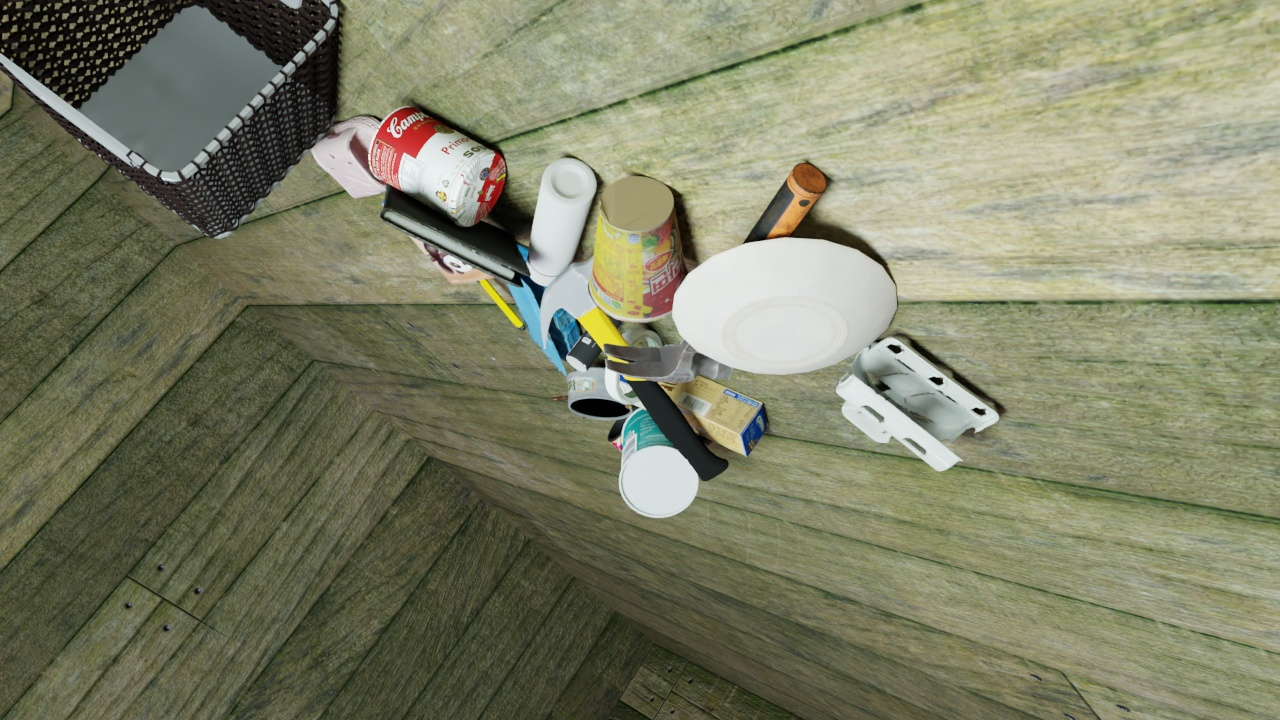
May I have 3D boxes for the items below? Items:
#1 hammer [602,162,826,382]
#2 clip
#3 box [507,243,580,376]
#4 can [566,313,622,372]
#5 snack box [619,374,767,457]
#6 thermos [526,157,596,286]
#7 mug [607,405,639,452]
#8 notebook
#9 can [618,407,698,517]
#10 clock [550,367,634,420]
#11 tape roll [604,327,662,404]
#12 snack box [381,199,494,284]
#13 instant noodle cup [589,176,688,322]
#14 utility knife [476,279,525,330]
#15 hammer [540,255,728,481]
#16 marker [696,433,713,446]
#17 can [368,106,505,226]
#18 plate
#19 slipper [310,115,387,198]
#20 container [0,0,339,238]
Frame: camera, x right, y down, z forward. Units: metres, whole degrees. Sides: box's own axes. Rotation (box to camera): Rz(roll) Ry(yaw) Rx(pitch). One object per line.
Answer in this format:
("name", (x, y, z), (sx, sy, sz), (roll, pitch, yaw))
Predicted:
("hammer", (0.067, -0.063, 0.805), (0.137, 0.035, 0.315), (0, 152, -19))
("clip", (0.234, 0.051, 0.851), (0.126, 0.098, 0.153), (39, 150, -2))
("box", (-0.136, -0.064, 1.216), (0.093, 0.054, 0.232), (29, 159, 21))
("can", (-0.057, -0.026, 1.135), (0.031, 0.080, 0.032), (31, 160, 13))
("snack box", (0.058, 0.048, 1.158), (0.207, 0.057, 0.056), (24, 154, 30))
("thermos", (-0.089, -0.138, 0.976), (0.052, 0.052, 0.225), (35, 160, 0))
("mug", (0.026, 0.106, 1.319), (0.098, 0.081, 0.118), (40, 132, -12))
("notebook", (-0.204, -0.142, 1.011), (0.169, 0.029, 0.209), (25, -167, -19))
("can", (0.023, 0.129, 1.215), (0.099, 0.099, 0.143), (40, -165, -12))
("clock", (-0.043, 0.044, 1.283), (0.148, 0.056, 0.104), (-9, 153, 33))
("tape roll", (-0.007, 0.006, 1.110), (0.018, 0.093, 0.094), (22, 156, 34))
("snack box", (-0.247, -0.162, 1.168), (0.087, 0.034, 0.151), (-5, 138, 33))
("instant noodle cup", (-0.001, -0.107, 0.860), (0.100, 0.100, 0.113), (29, 150, 18))
("utility knife", (-0.227, -0.123, 1.257), (0.217, 0.019, 0.030), (54, 163, -14))
("hammer", (0.001, 0.024, 1.059), (0.323, 0.127, 0.029), (53, -166, -25))
("marker", (0.078, 0.104, 1.200), (0.023, 0.021, 0.145), (26, -173, 12))
("can", (-0.215, -0.206, 0.977), (0.116, 0.086, 0.087), (30, 160, 15))
("plate", (0.121, -0.033, 0.778), (0.189, 0.027, 0.189), (2, 147, 1))
("slipper", (-0.366, -0.250, 1.154), (0.240, 0.064, 0.094), (14, 151, 48))
("container", (-0.479, -0.303, 0.965), (0.247, 0.245, 0.244), (38, 163, -6))
